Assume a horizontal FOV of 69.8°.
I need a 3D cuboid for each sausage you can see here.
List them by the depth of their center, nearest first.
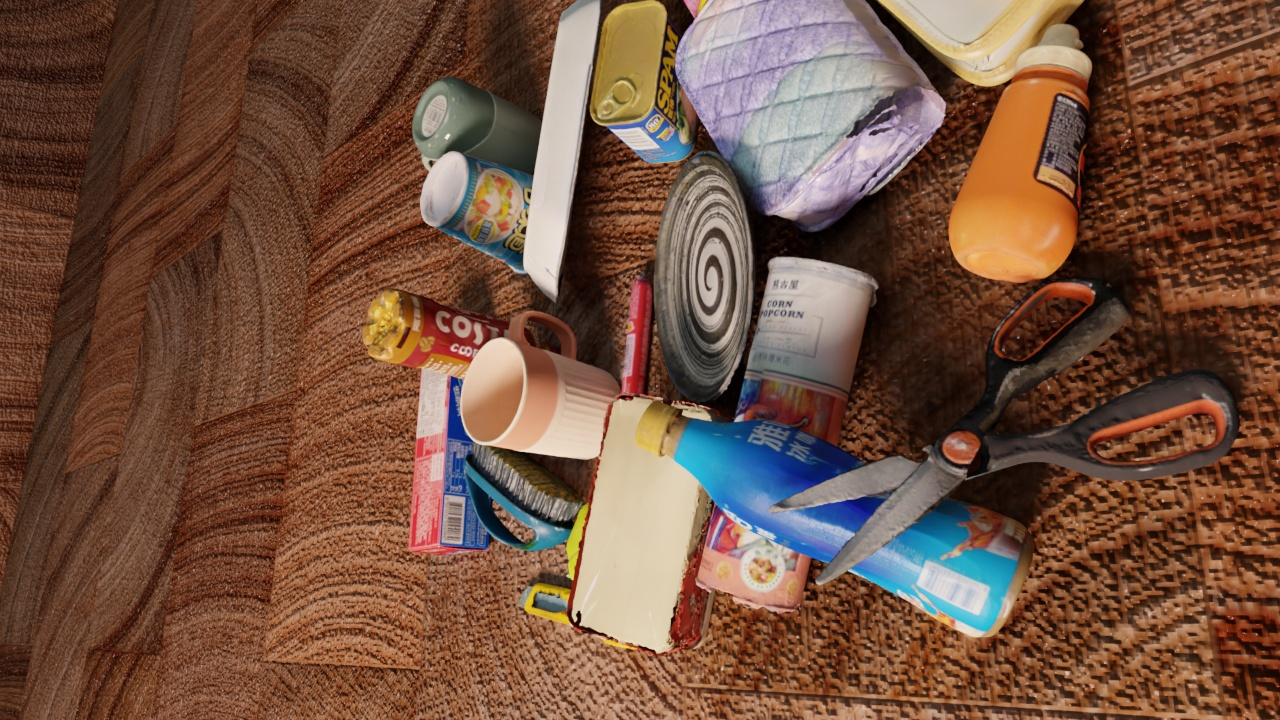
[{"bbox_3d":[-0.004,0.004,0.735,0.020,0.020,0.155,-5,74,44],"label":"sausage"}]

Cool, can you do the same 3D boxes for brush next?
[{"bbox_3d":[-0.106,0.117,0.778,0.144,0.055,0.073,28,98,46],"label":"brush"}]

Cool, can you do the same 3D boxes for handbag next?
[{"bbox_3d":[0.212,-0.280,0.546,0.179,0.063,0.163,-49,61,27],"label":"handbag"},{"bbox_3d":[0.110,-0.193,0.638,0.134,0.075,0.193,-46,52,33],"label":"handbag"}]

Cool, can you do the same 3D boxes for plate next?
[{"bbox_3d":[0.049,-0.059,0.660,0.180,0.024,0.179,178,90,-71],"label":"plate"},{"bbox_3d":[-0.066,-0.182,0.776,0.162,0.034,0.265,128,150,-80],"label":"plate"}]

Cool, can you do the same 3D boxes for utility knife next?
[{"bbox_3d":[-0.046,0.199,0.720,0.168,0.015,0.033,-2,74,45],"label":"utility knife"}]

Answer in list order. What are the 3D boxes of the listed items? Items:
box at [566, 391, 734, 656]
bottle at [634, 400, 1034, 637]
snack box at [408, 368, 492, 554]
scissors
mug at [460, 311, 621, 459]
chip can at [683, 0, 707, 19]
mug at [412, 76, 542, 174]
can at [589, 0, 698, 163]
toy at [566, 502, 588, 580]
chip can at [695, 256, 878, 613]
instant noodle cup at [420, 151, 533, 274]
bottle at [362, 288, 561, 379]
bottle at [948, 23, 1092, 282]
[{"bbox_3d":[0.010,0.111,0.632,0.091,0.076,0.168,9,85,27],"label":"box"},{"bbox_3d":[0.099,0.078,0.510,0.219,0.065,0.065,23,95,18],"label":"bottle"},{"bbox_3d":[-0.173,0.074,0.858,0.058,0.057,0.207,-17,66,44],"label":"snack box"},{"bbox_3d":[0.184,0.043,0.457,0.198,0.022,0.226,23,66,30],"label":"scissors"},{"bbox_3d":[-0.078,0.020,0.741,0.082,0.105,0.114,-15,67,42],"label":"mug"},{"bbox_3d":[0.046,-0.346,0.753,0.072,0.071,0.210,-42,51,28],"label":"chip can"},{"bbox_3d":[-0.170,-0.215,0.907,0.112,0.106,0.082,-37,55,33],"label":"mug"},{"bbox_3d":[0.009,-0.219,0.735,0.057,0.083,0.102,2,79,29],"label":"can"},{"bbox_3d":[-0.024,0.131,0.708,0.100,0.031,0.096,-45,50,21],"label":"toy"},{"bbox_3d":[0.093,0.047,0.587,0.071,0.071,0.214,11,86,46],"label":"chip can"},{"bbox_3d":[-0.138,-0.142,0.850,0.099,0.109,0.099,-17,65,41],"label":"instant noodle cup"},{"bbox_3d":[-0.140,-0.012,0.763,0.058,0.174,0.057,-16,67,42],"label":"bottle"},{"bbox_3d":[0.222,-0.121,0.518,0.067,0.066,0.149,9,77,46],"label":"bottle"}]
